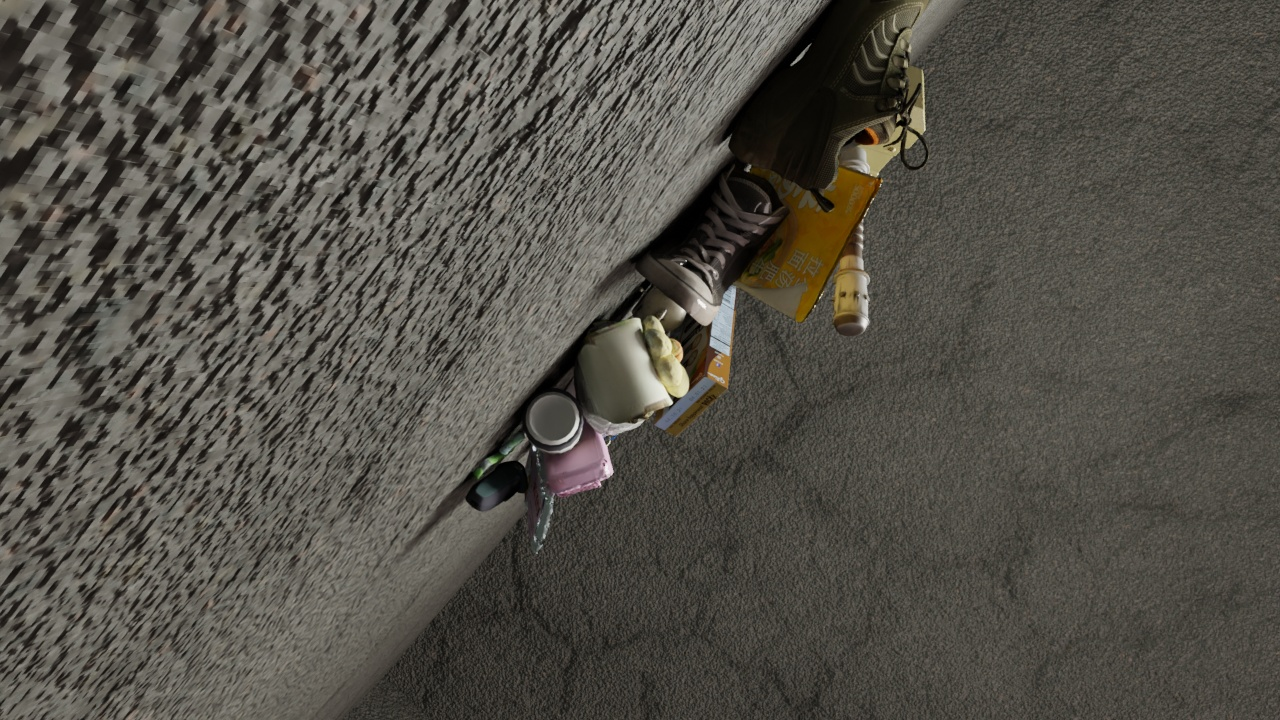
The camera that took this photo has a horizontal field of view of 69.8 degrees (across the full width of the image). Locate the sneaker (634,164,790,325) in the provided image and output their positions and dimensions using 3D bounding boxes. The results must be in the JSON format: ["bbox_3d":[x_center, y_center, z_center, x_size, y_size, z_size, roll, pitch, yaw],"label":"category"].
[{"bbox_3d":[0.075,-0.116,0.898,0.120,0.095,0.234,-53,174,25],"label":"sneaker"}]

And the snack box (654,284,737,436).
[{"bbox_3d":[0.067,-0.011,1.083,0.101,0.031,0.185,-48,-159,39],"label":"snack box"}]

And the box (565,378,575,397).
[{"bbox_3d":[-0.044,0.032,1.237,0.107,0.076,0.103,-50,179,-32],"label":"box"}]

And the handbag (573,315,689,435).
[{"bbox_3d":[-0.012,0.017,1.016,0.123,0.112,0.172,-22,173,-14],"label":"handbag"}]

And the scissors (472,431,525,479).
[{"bbox_3d":[-0.163,0.110,1.080,0.078,0.033,0.175,-44,176,-4],"label":"scissors"}]

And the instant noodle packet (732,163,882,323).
[{"bbox_3d":[0.166,-0.137,0.991,0.163,0.084,0.221,-60,-159,7],"label":"instant noodle packet"}]

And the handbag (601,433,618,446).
[{"bbox_3d":[-0.079,0.089,1.388,0.200,0.093,0.200,-41,-177,41],"label":"handbag"}]

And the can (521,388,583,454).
[{"bbox_3d":[-0.096,0.069,1.009,0.064,0.064,0.127,-48,177,-10],"label":"can"}]

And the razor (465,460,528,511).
[{"bbox_3d":[-0.167,0.147,1.056,0.052,0.047,0.142,-55,174,11],"label":"razor"}]

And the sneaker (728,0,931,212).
[{"bbox_3d":[0.198,-0.226,0.757,0.238,0.143,0.101,-49,177,2],"label":"sneaker"}]

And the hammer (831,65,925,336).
[{"bbox_3d":[0.249,-0.177,1.080,0.191,0.100,0.324,127,-26,-60],"label":"hammer"}]

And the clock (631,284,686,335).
[{"bbox_3d":[0.029,-0.073,1.086,0.104,0.061,0.156,-50,-175,21],"label":"clock"}]

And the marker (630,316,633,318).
[{"bbox_3d":[0.006,-0.065,1.283,0.017,0.017,0.146,-50,177,25],"label":"marker"}]

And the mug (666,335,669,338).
[{"bbox_3d":[-0.007,0.007,1.148,0.112,0.104,0.085,-51,178,-17],"label":"mug"}]

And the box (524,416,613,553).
[{"bbox_3d":[-0.104,0.126,1.105,0.150,0.073,0.201,-43,-160,5],"label":"box"}]
